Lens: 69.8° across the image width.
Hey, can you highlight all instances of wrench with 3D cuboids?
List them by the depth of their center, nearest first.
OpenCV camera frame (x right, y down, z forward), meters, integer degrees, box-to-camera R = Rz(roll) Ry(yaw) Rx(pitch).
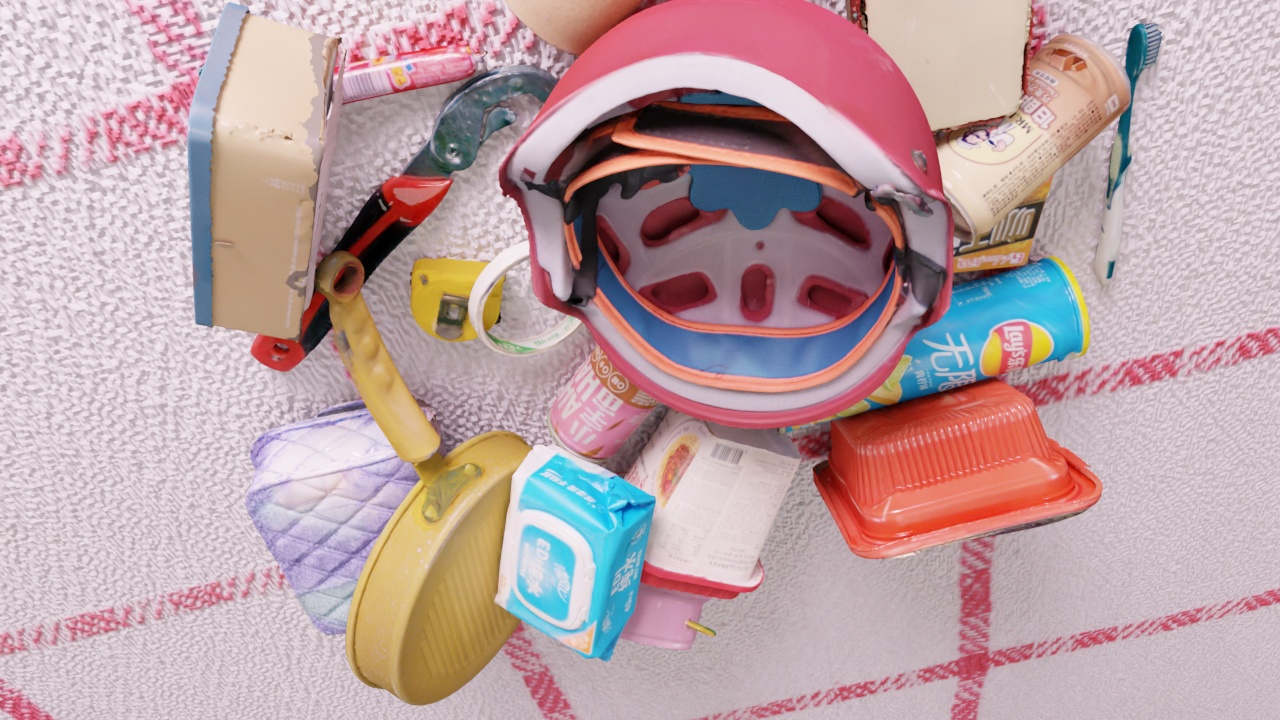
[{"bbox_3d":[-0.151,-0.079,0.553,0.274,0.016,0.056,-38,125,21],"label":"wrench"}]

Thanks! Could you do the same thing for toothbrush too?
[{"bbox_3d":[0.310,-0.124,0.587,0.018,0.016,0.192,-21,131,-5],"label":"toothbrush"}]

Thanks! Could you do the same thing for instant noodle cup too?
[{"bbox_3d":[0.207,0.063,0.647,0.164,0.188,0.079,-16,100,3],"label":"instant noodle cup"},{"bbox_3d":[0.049,0.093,0.676,0.116,0.116,0.124,16,115,-22],"label":"instant noodle cup"}]

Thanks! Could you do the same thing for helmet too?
[{"bbox_3d":[0.053,-0.083,0.476,0.207,0.143,0.240,2,144,17],"label":"helmet"}]

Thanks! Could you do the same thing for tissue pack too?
[{"bbox_3d":[-0.046,0.130,0.616,0.090,0.063,0.140,24,122,23],"label":"tissue pack"}]

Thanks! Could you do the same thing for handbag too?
[{"bbox_3d":[-0.197,0.117,0.676,0.134,0.075,0.194,-10,133,-6],"label":"handbag"}]

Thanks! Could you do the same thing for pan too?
[{"bbox_3d":[-0.135,0.083,0.594,0.078,0.197,0.358,24,140,21],"label":"pan"}]

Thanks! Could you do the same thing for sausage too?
[{"bbox_3d":[-0.157,-0.147,0.491,0.156,0.020,0.020,-12,131,1],"label":"sausage"}]

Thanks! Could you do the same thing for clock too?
[{"bbox_3d":[-0.008,0.190,0.746,0.117,0.059,0.159,16,171,-15],"label":"clock"}]

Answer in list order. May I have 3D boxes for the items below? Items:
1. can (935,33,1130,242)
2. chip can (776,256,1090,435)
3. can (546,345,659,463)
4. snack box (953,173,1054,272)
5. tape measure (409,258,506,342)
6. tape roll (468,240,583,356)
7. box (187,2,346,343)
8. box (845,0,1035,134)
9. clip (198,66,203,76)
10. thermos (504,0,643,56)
[{"bbox_3d":[0.214,-0.126,0.523,0.116,0.058,0.058,-42,126,4],"label":"can"},{"bbox_3d":[0.188,-0.008,0.630,0.210,0.071,0.071,-16,131,5],"label":"chip can"},{"bbox_3d":[-0.004,0.004,0.619,0.058,0.057,0.148,24,123,-26],"label":"can"},{"bbox_3d":[0.178,-0.090,0.588,0.153,0.026,0.075,-6,131,-4],"label":"snack box"},{"bbox_3d":[-0.118,-0.037,0.585,0.060,0.028,0.057,5,130,-13],"label":"tape measure"},{"bbox_3d":[-0.066,-0.039,0.582,0.085,0.014,0.086,-21,139,-19],"label":"tape roll"},{"bbox_3d":[-0.189,-0.089,0.463,0.059,0.089,0.185,9,144,-17],"label":"box"},{"bbox_3d":[0.147,-0.189,0.447,0.091,0.075,0.168,-11,140,10],"label":"box"},{"bbox_3d":[-0.206,-0.153,0.477,0.054,0.033,0.013,-8,130,16],"label":"clip"},{"bbox_3d":[-0.002,-0.214,0.418,0.093,0.092,0.144,26,130,-27],"label":"thermos"}]
